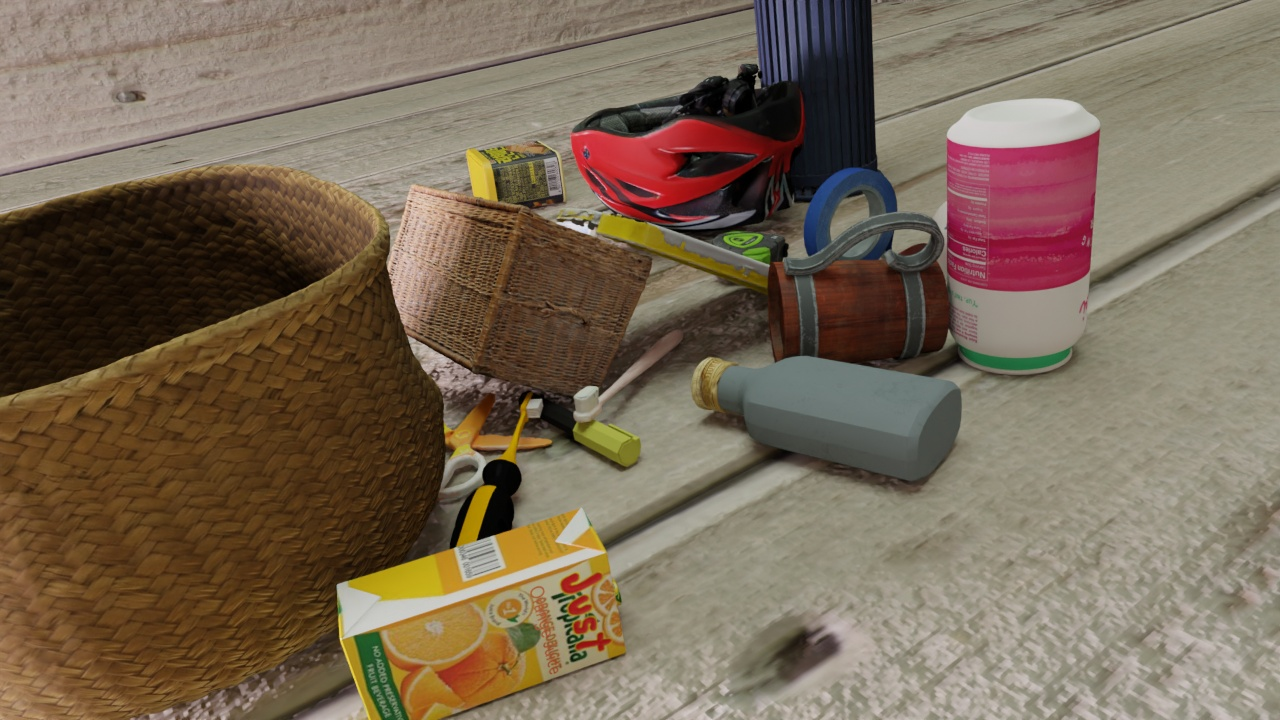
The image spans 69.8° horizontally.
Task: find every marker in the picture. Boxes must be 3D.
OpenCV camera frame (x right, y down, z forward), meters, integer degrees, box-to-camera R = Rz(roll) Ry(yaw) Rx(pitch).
[{"bbox_3d":[-0.043,0.042,0.616,0.021,0.017,0.124,-25,28,-31],"label":"marker"}]

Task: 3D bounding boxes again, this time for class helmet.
[{"bbox_3d":[0.047,-0.223,0.975,0.216,0.167,0.272,-29,31,-36],"label":"helmet"}]

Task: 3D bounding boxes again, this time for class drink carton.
[{"bbox_3d":[-0.068,0.116,0.416,0.122,0.058,0.041,-16,26,-14],"label":"drink carton"}]

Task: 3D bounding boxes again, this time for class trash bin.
[{"bbox_3d":[0.198,-0.320,1.032,0.139,0.250,0.139,-7,25,3],"label":"trash bin"}]

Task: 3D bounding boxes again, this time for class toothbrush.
[{"bbox_3d":[-0.083,0.071,0.548,0.031,0.031,0.196,-3,28,7],"label":"toothbrush"},{"bbox_3d":[-0.004,0.004,0.663,0.016,0.018,0.180,6,21,23],"label":"toothbrush"}]

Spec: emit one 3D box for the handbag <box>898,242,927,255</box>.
[{"bbox_3d":[0.233,-0.082,0.784,0.055,0.029,0.119,6,24,25],"label":"handbag"}]

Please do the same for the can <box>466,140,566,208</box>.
[{"bbox_3d":[-0.163,-0.241,1.203,0.101,0.073,0.131,-13,25,-15],"label":"can"}]

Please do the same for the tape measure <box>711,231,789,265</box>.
[{"bbox_3d":[0.095,-0.095,0.845,0.059,0.036,0.065,19,32,30],"label":"tape measure"}]

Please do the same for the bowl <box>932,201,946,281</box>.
[{"bbox_3d":[0.273,-0.083,0.691,0.105,0.105,0.054,-2,62,15],"label":"bowl"}]

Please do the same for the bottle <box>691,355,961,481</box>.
[{"bbox_3d":[0.105,0.027,0.563,0.161,0.046,0.072,11,32,37],"label":"bottle"}]

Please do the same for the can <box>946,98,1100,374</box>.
[{"bbox_3d":[0.247,-0.081,0.602,0.088,0.166,0.088,-7,25,3],"label":"can"}]

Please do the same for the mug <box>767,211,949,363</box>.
[{"bbox_3d":[0.149,-0.048,0.632,0.111,0.117,0.081,-5,43,1],"label":"mug"}]

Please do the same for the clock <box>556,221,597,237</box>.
[{"bbox_3d":[-0.080,-0.091,0.878,0.089,0.052,0.125,-5,28,6],"label":"clock"}]

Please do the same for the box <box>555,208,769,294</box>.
[{"bbox_3d":[0.046,-0.080,0.717,0.209,0.023,0.127,14,8,-34],"label":"box"}]

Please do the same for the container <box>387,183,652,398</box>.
[{"bbox_3d":[-0.103,-0.054,0.686,0.113,0.113,0.199,17,4,-39],"label":"container"}]

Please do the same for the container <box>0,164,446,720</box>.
[{"bbox_3d":[-0.265,0.036,0.485,0.307,0.197,0.306,-7,28,3],"label":"container"}]

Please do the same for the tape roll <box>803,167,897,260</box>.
[{"bbox_3d":[0.183,-0.120,0.797,0.092,0.091,0.016,-16,25,-26],"label":"tape roll"}]

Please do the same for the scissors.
[{"bbox_3d":[-0.121,0.055,0.616,0.125,0.011,0.128,0,30,8],"label":"scissors"}]
